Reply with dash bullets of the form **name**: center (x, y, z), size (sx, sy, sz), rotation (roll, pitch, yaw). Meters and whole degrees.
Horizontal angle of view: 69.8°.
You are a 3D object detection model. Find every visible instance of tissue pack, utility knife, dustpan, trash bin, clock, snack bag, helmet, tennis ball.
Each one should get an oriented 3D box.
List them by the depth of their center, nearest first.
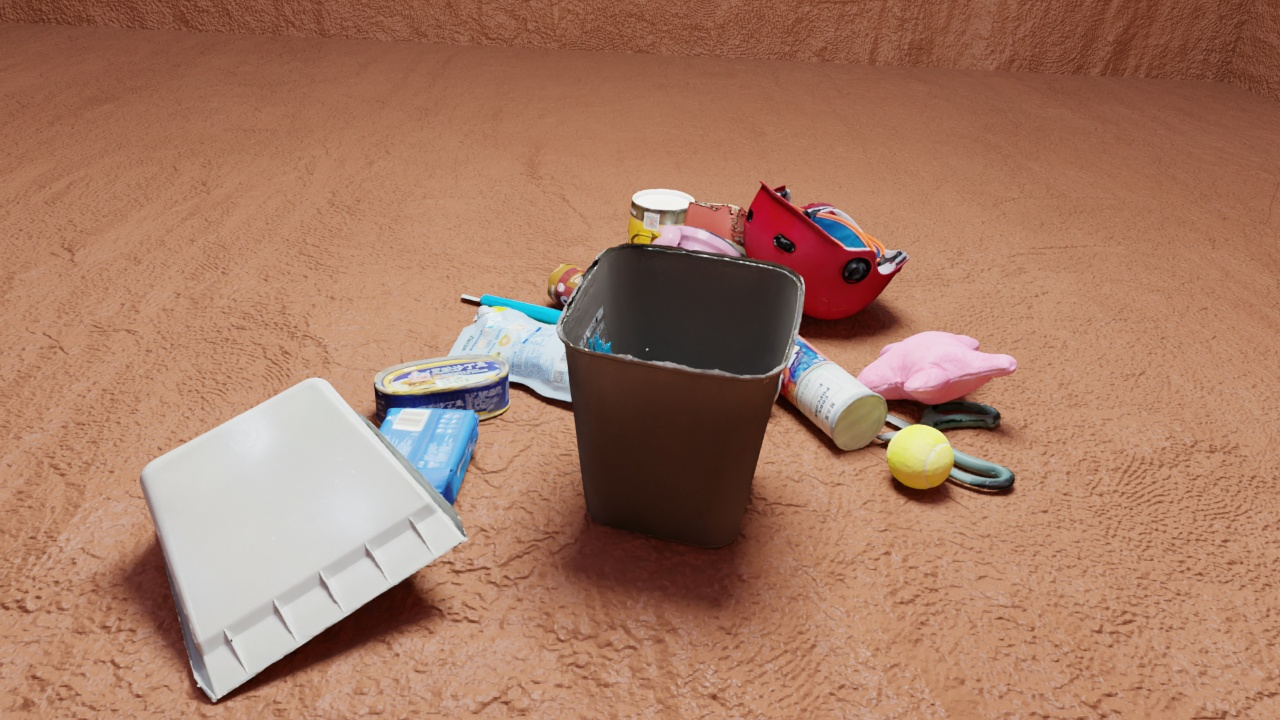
- **dustpan**: center (-0.306, 0.133, 0.801), size (0.222, 0.143, 0.257), rotation (-31, 70, -21)
- **trash bin**: center (0.034, 0.034, 0.850), size (0.199, 0.220, 0.198), rotation (11, 36, 10)
- **tissue pack**: center (-0.215, 0.097, 0.892), size (0.095, 0.052, 0.156), rotation (3, 29, 2)
- **tennis ball**: center (0.285, 0.098, 0.934), size (0.065, 0.066, 0.065), rotation (3, 29, -2)
- **snack bag**: center (-0.136, -0.011, 1.082), size (0.191, 0.039, 0.110), rotation (10, 64, 23)
- **utility knife**: center (-0.167, -0.070, 1.231), size (0.179, 0.018, 0.034), rotation (15, 17, 21)
- **helmet**: center (0.225, -0.137, 1.239), size (0.239, 0.144, 0.207), rotation (12, 26, -41)
- **clock**: center (0.061, -0.138, 1.263), size (0.158, 0.059, 0.117), rotation (26, -15, -5)

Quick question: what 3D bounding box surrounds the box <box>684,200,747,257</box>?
- **box**: center (0.137, -0.188, 1.336), size (0.091, 0.077, 0.168), rotation (13, 0, 32)

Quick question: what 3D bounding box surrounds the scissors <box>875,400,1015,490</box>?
- **scissors**: center (0.349, 0.091, 1.004), size (0.170, 0.019, 0.179), rotation (-7, 31, -21)

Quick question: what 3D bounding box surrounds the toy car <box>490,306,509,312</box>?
- **toy car**: center (-0.180, -0.046, 1.172), size (0.048, 0.032, 0.105), rotation (-5, 29, -14)

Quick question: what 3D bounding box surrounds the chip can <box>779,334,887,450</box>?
- **chip can**: center (0.190, 0.018, 1.062), size (0.071, 0.071, 0.214), rotation (-10, 32, -23)

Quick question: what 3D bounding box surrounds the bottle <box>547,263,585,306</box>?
- **bottle**: center (-0.046, -0.076, 1.214), size (0.175, 0.058, 0.057), rotation (27, 36, 35)

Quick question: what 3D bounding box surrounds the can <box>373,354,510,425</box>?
- **can**: center (-0.216, 0.034, 1.007), size (0.148, 0.049, 0.074), rotation (-8, 31, -20)

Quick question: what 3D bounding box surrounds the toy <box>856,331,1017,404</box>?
- **toy**: center (0.329, 0.009, 1.084), size (0.178, 0.074, 0.194), rotation (-14, 11, 3)

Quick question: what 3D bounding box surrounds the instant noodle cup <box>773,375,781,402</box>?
- **instant noodle cup**: center (0.096, 0.017, 1.037), size (0.109, 0.099, 0.099), rotation (0, 29, -21)

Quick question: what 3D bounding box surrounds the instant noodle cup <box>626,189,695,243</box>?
- **instant noodle cup**: center (0.031, -0.185, 1.361), size (0.118, 0.115, 0.118), rotation (2, 30, -2)
